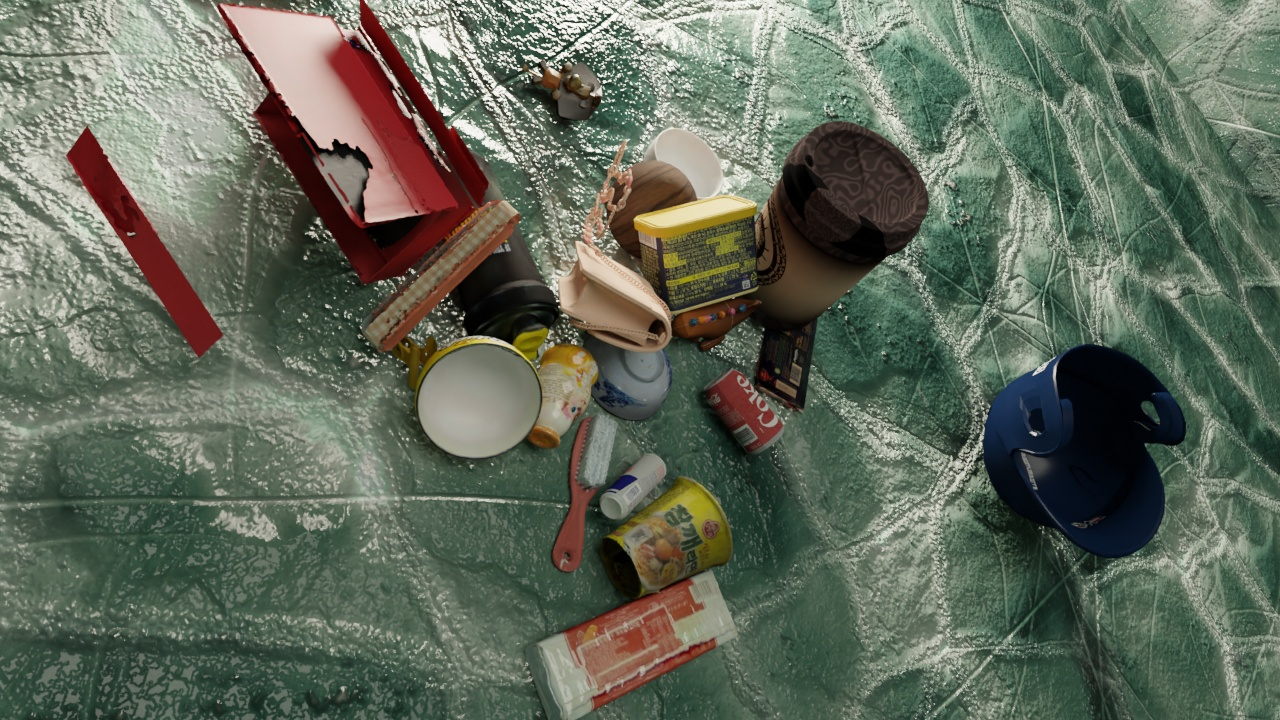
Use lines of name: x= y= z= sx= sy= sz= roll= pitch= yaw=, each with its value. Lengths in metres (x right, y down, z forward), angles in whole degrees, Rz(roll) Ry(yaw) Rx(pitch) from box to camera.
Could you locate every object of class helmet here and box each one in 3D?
helmet: x=0.584 y=0.137 z=1.242 sx=0.232 sy=0.224 sz=0.272 roll=-2 pitch=59 yaw=-20

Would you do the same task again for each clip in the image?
clip: x=-0.220 y=-0.002 z=0.879 sx=0.048 sy=0.054 sz=0.045 roll=13 pitch=40 yaw=-3

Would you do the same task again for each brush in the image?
brush: x=-0.055 y=0.130 z=0.933 sx=0.041 sy=0.030 sz=0.172 roll=26 pitch=56 yaw=-22

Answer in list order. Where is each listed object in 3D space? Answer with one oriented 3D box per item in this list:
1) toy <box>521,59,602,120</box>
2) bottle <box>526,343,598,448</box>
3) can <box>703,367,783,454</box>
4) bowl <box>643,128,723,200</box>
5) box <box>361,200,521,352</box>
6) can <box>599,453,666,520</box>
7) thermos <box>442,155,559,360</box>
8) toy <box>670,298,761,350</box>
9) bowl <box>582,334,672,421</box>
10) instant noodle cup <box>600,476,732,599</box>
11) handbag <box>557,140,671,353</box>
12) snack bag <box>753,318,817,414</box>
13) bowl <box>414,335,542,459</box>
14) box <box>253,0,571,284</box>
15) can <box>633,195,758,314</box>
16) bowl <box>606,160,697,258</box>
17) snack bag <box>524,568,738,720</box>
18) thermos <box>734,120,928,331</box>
toy: x=-0.096 y=-0.334 z=1.113 sx=0.100 sy=0.063 sz=0.076 roll=24 pitch=75 yaw=-17
bottle: x=-0.083 y=0.036 z=0.937 sx=0.063 sy=0.063 sz=0.108 roll=32 pitch=52 yaw=-18
can: x=0.120 y=0.059 z=1.072 sx=0.096 sy=0.054 sz=0.053 roll=52 pitch=50 yaw=-2
bowl: x=0.049 y=-0.237 z=1.168 sx=0.104 sy=0.054 sz=0.104 roll=16 pitch=58 yaw=-27
box: x=-0.189 y=-0.084 z=0.862 sx=0.187 sy=0.078 sz=0.054 roll=-45 pitch=127 yaw=-9
can: x=-0.008 y=0.130 z=0.949 sx=0.032 sy=0.032 sz=0.095 roll=54 pitch=35 yaw=-1
thermos: x=-0.154 y=-0.104 z=0.940 sx=0.098 sy=0.098 sz=0.220 roll=-10 pitch=68 yaw=-37
toy: x=0.086 y=-0.051 z=1.072 sx=0.090 sy=0.103 sz=0.070 roll=-16 pitch=89 yaw=-50
bowl: x=-0.006 y=0.006 z=1.016 sx=0.114 sy=0.045 sz=0.114 roll=15 pitch=60 yaw=-28
instant noodle cup: x=0.022 y=0.183 z=0.923 sx=0.108 sy=0.102 sz=0.102 roll=-24 pitch=83 yaw=-31
handbag: x=0.000 y=-0.109 z=0.948 sx=0.116 sy=0.187 sz=0.198 roll=24 pitch=15 yaw=-13
snack bag: x=0.189 y=-0.012 z=1.176 sx=0.074 sy=0.018 sz=0.154 roll=29 pitch=53 yaw=-18
bowl: x=-0.157 y=0.029 z=0.875 sx=0.117 sy=0.067 sz=0.117 roll=-6 pitch=110 yaw=-16
box: x=-0.198 y=-0.240 z=0.771 sx=0.107 sy=0.411 sz=0.211 roll=-32 pitch=88 yaw=-37
can: x=0.068 y=-0.124 z=1.068 sx=0.135 sy=0.075 sz=0.104 roll=-17 pitch=116 yaw=-22
bowl: x=0.020 y=-0.179 z=1.094 sx=0.119 sy=0.032 sz=0.119 roll=-3 pitch=99 yaw=-20
snack bag: x=-0.004 y=0.275 z=0.892 sx=0.224 sy=0.041 sz=0.077 roll=-13 pitch=75 yaw=-36
thermos: x=0.212 y=-0.148 z=1.108 sx=0.172 sy=0.227 sz=0.172 roll=11 pitch=56 yaw=-17
